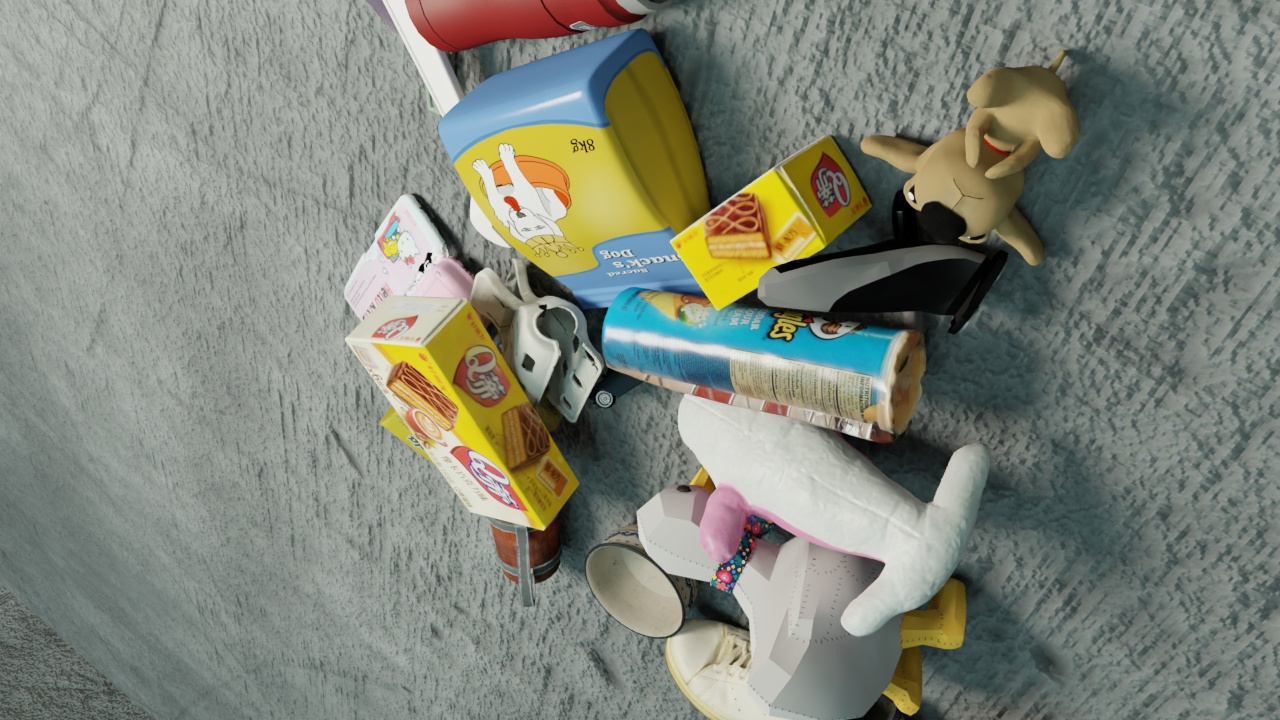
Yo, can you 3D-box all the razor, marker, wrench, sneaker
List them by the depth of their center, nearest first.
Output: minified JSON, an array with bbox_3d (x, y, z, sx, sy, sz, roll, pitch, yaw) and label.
[{"bbox_3d":[0.151,-0.050,0.583,0.156,0.060,0.057,6,154,-5],"label":"razor"},{"bbox_3d":[0.185,-0.050,0.631,0.016,0.022,0.139,2,119,30],"label":"marker"},{"bbox_3d":[-0.153,-0.208,0.745,0.066,0.018,0.273,2,131,31],"label":"wrench"},{"bbox_3d":[0.133,0.302,0.855,0.242,0.088,0.102,22,138,19],"label":"sneaker"}]

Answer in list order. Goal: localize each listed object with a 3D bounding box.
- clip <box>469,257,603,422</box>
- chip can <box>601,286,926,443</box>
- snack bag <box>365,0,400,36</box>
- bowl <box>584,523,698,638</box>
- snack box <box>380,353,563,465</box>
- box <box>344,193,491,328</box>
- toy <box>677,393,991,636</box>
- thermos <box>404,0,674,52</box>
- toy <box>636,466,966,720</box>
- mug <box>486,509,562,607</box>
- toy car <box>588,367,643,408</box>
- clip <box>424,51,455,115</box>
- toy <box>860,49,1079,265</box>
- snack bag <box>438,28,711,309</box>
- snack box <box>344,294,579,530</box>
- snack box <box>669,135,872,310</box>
[{"bbox_3d":[-0.102,-0.016,0.809,0.151,0.091,0.126,47,147,9],"label":"clip"},{"bbox_3d":[0.083,-0.001,0.659,0.230,0.079,0.080,12,125,33],"label":"chip can"},{"bbox_3d":[-0.184,-0.353,0.682,0.096,0.058,0.206,41,134,7],"label":"snack bag"},{"bbox_3d":[0.008,0.212,0.912,0.116,0.059,0.116,19,128,26],"label":"bowl"},{"bbox_3d":[-0.169,0.054,0.929,0.121,0.045,0.181,40,133,-18],"label":"snack box"},{"bbox_3d":[-0.235,-0.056,0.929,0.154,0.044,0.202,50,136,0],"label":"box"},{"bbox_3d":[0.137,0.092,0.699,0.266,0.186,0.128,31,176,46],"label":"toy"},{"bbox_3d":[-0.074,-0.277,0.632,0.199,0.083,0.108,5,122,37],"label":"thermos"},{"bbox_3d":[0.117,0.191,0.737,0.267,0.246,0.141,21,115,0],"label":"toy"},{"bbox_3d":[-0.120,0.187,0.960,0.081,0.117,0.111,-3,127,-3],"label":"mug"},{"bbox_3d":[-0.005,0.005,0.794,0.034,0.046,0.112,52,134,-5],"label":"toy car"},{"bbox_3d":[-0.168,-0.244,0.766,0.023,0.035,0.075,24,136,21],"label":"clip"},{"bbox_3d":[0.200,-0.117,0.529,0.134,0.105,0.108,36,145,7],"label":"toy"},{"bbox_3d":[-0.032,-0.125,0.700,0.159,0.102,0.205,-2,129,38],"label":"snack bag"},{"bbox_3d":[-0.153,0.049,0.824,0.110,0.061,0.230,5,135,38],"label":"snack box"},{"bbox_3d":[0.090,-0.094,0.630,0.106,0.083,0.061,-30,97,45],"label":"snack box"}]
